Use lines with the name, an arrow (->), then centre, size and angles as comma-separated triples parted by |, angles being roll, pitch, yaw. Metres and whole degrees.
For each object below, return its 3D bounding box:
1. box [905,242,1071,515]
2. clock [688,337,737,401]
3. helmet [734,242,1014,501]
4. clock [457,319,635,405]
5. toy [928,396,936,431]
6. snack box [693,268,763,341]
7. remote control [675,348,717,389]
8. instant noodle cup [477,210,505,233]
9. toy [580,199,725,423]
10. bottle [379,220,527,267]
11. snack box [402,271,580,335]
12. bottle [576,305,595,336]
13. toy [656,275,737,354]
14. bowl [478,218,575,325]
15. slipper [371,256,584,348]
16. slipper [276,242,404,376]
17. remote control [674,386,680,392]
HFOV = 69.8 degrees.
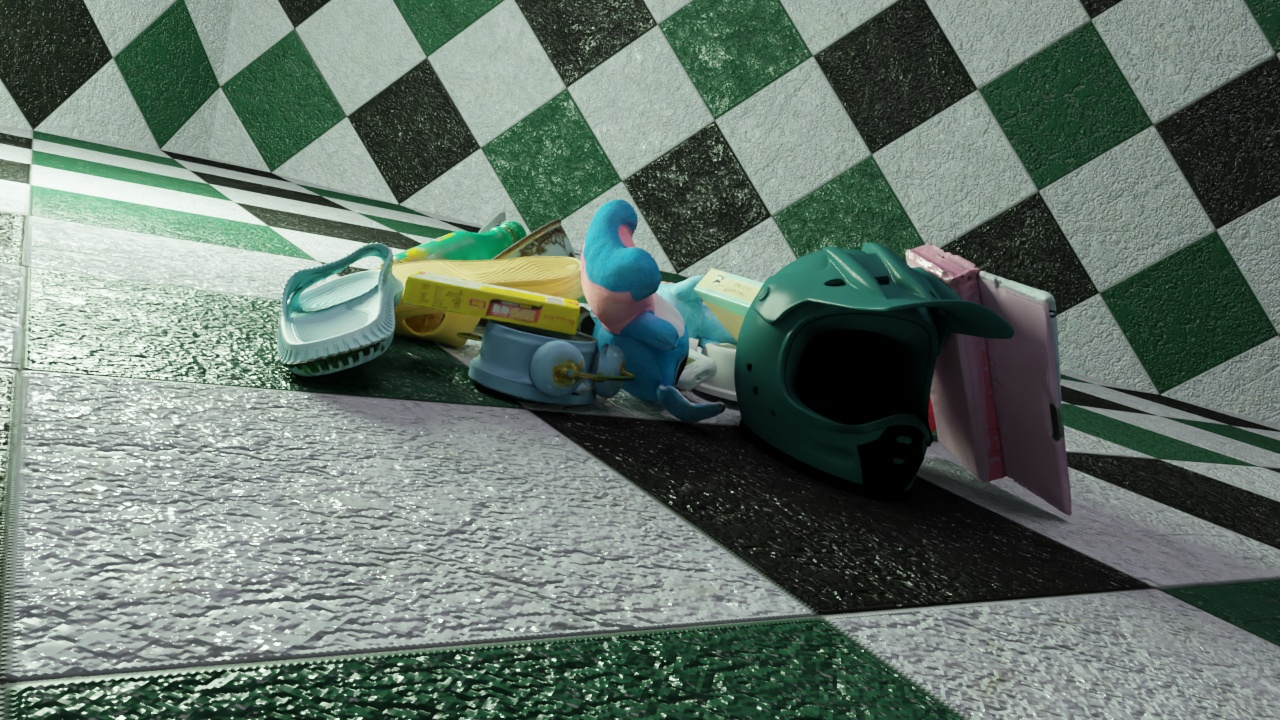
box -> 0.317, 0.019, 0.844 | 0.040, 0.233, 0.179 | -23, 26, -9
clock -> 0.098, 0.014, 1.032 | 0.159, 0.061, 0.119 | 15, 6, 37
helmet -> 0.193, -0.005, 0.820 | 0.176, 0.200, 0.275 | 10, 10, -18
clock -> -0.078, 0.005, 0.814 | 0.162, 0.060, 0.117 | 16, 9, 32
toy -> 0.297, 0.040, 1.072 | 0.133, 0.062, 0.092 | 34, 7, -10
snack box -> 0.163, -0.020, 1.081 | 0.193, 0.044, 0.141 | 48, -12, -32
remote control -> 0.026, 0.000, 0.986 | 0.050, 0.022, 0.133 | -27, 32, -25
instant noodle cup -> -0.167, -0.123, 1.278 | 0.122, 0.136, 0.122 | 25, -3, 8
toy -> -0.002, -0.039, 0.864 | 0.099, 0.192, 0.224 | -21, 41, -11
bottle -> -0.226, -0.127, 1.148 | 0.068, 0.068, 0.209 | 19, 33, 31
snack box -> -0.130, -0.052, 0.823 | 0.152, 0.025, 0.075 | 10, 8, -7
bottle -> -0.083, -0.059, 1.272 | 0.033, 0.033, 0.123 | 10, 9, -20
toy -> 0.064, -0.055, 1.178 | 0.181, 0.115, 0.183 | 4, 34, 8
bowl -> -0.135, -0.086, 1.106 | 0.094, 0.160, 0.159 | 54, 8, -5
slipper -> -0.183, -0.056, 0.952 | 0.263, 0.078, 0.099 | -5, 25, 3
slipper -> -0.263, -0.054, 0.794 | 0.116, 0.069, 0.276 | -19, 21, -10
remote control -> -0.024, 0.014, 0.980 | 0.133, 0.013, 0.058 | 12, 9, -8
